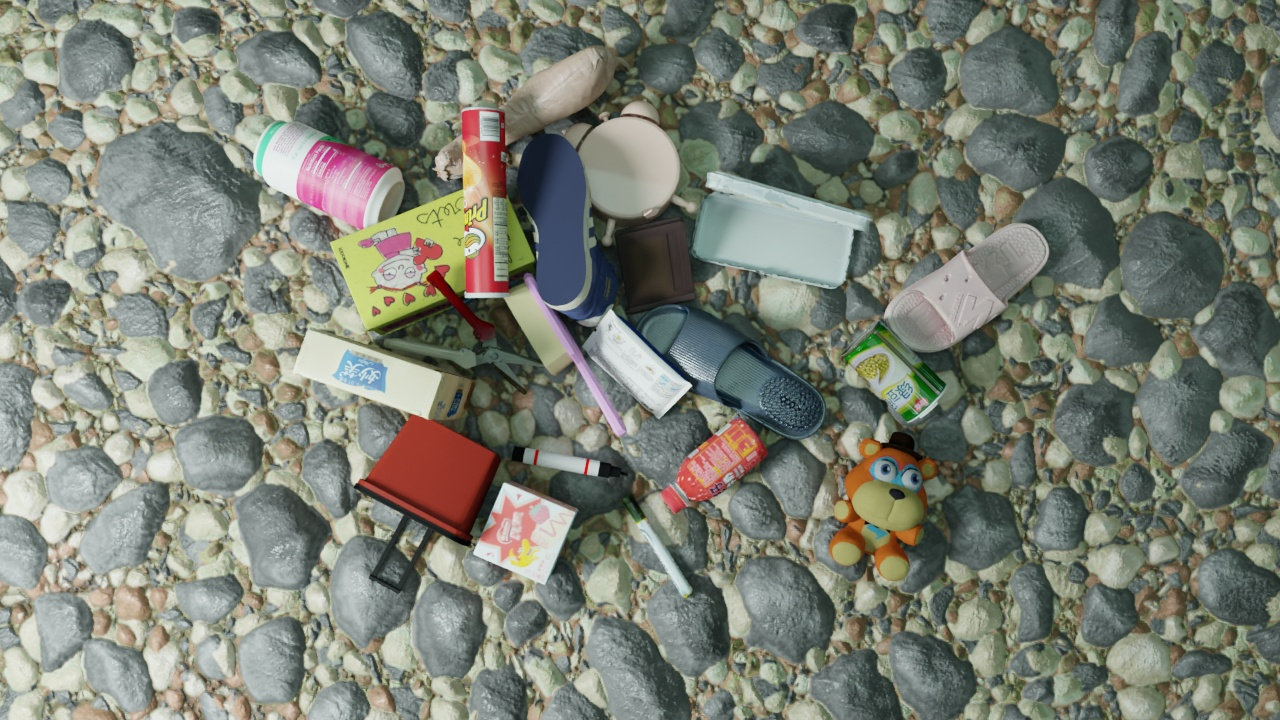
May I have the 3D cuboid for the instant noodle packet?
[{"bbox_3d":[-0.007,0.007,1.129,0.134,0.087,0.026,43,48,2],"label":"instant noodle packet"}]

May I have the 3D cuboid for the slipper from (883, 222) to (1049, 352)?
[{"bbox_3d":[0.421,-0.093,1.157,0.239,0.064,0.094,-35,86,-6],"label":"slipper"}]

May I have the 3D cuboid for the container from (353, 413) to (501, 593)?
[{"bbox_3d":[-0.264,0.178,1.086,0.148,0.127,0.200,28,78,1],"label":"container"}]

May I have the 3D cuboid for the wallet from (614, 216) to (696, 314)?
[{"bbox_3d":[0.018,-0.115,1.140,0.091,0.018,0.116,-13,123,-3],"label":"wallet"}]

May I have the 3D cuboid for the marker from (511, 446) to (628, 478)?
[{"bbox_3d":[-0.087,0.129,1.142,0.145,0.019,0.019,10,84,-1],"label":"marker"}]

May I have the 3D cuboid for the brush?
[{"bbox_3d":[-0.092,0.000,1.120,0.043,0.089,0.228,-31,86,0],"label":"brush"}]

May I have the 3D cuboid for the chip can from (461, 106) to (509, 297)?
[{"bbox_3d":[-0.180,-0.180,1.062,0.052,0.052,0.215,-1,94,-2],"label":"chip can"}]

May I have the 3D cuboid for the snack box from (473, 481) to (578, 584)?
[{"bbox_3d":[-0.136,0.205,1.103,0.095,0.079,0.093,23,84,1],"label":"snack box"}]

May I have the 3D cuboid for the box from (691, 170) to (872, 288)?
[{"bbox_3d":[0.176,-0.172,1.137,0.211,0.106,0.130,10,88,0],"label":"box"}]

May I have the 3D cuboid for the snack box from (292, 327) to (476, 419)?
[{"bbox_3d":[-0.284,0.020,1.054,0.153,0.207,0.055,18,86,0],"label":"snack box"}]

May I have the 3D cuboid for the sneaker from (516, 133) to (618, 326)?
[{"bbox_3d":[-0.079,-0.152,1.129,0.091,0.118,0.232,-18,67,15],"label":"sneaker"}]

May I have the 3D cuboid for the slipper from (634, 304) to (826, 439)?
[{"bbox_3d":[0.116,0.009,1.130,0.263,0.082,0.101,30,82,1],"label":"slipper"}]

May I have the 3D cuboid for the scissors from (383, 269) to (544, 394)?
[{"bbox_3d":[-0.215,-0.024,1.109,0.179,0.015,0.197,-17,117,-6],"label":"scissors"}]

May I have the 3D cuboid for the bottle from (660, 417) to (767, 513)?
[{"bbox_3d":[0.086,0.134,1.127,0.137,0.062,0.062,-38,87,-4],"label":"bottle"}]

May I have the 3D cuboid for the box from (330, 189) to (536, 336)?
[{"bbox_3d":[-0.248,-0.127,1.132,0.221,0.083,0.124,-21,86,-2],"label":"box"}]

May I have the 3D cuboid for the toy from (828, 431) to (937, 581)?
[{"bbox_3d":[0.296,0.173,1.119,0.112,0.096,0.175,17,73,0],"label":"toy"}]

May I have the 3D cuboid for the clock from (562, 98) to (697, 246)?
[{"bbox_3d":[-0.017,-0.242,1.153,0.131,0.086,0.160,-22,79,-4],"label":"clock"}]

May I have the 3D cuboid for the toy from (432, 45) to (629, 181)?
[{"bbox_3d":[-0.137,-0.305,1.152,0.265,0.195,0.065,-32,91,20],"label":"toy"}]

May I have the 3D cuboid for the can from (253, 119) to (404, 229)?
[{"bbox_3d":[-0.382,-0.228,1.133,0.166,0.088,0.088,25,84,1],"label":"can"}]

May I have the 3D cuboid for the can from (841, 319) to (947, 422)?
[{"bbox_3d":[0.316,0.014,1.141,0.121,0.067,0.067,45,85,3],"label":"can"}]

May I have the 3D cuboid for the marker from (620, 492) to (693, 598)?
[{"bbox_3d":[0.021,0.230,1.137,0.017,0.017,0.146,-33,86,-5],"label":"marker"}]
